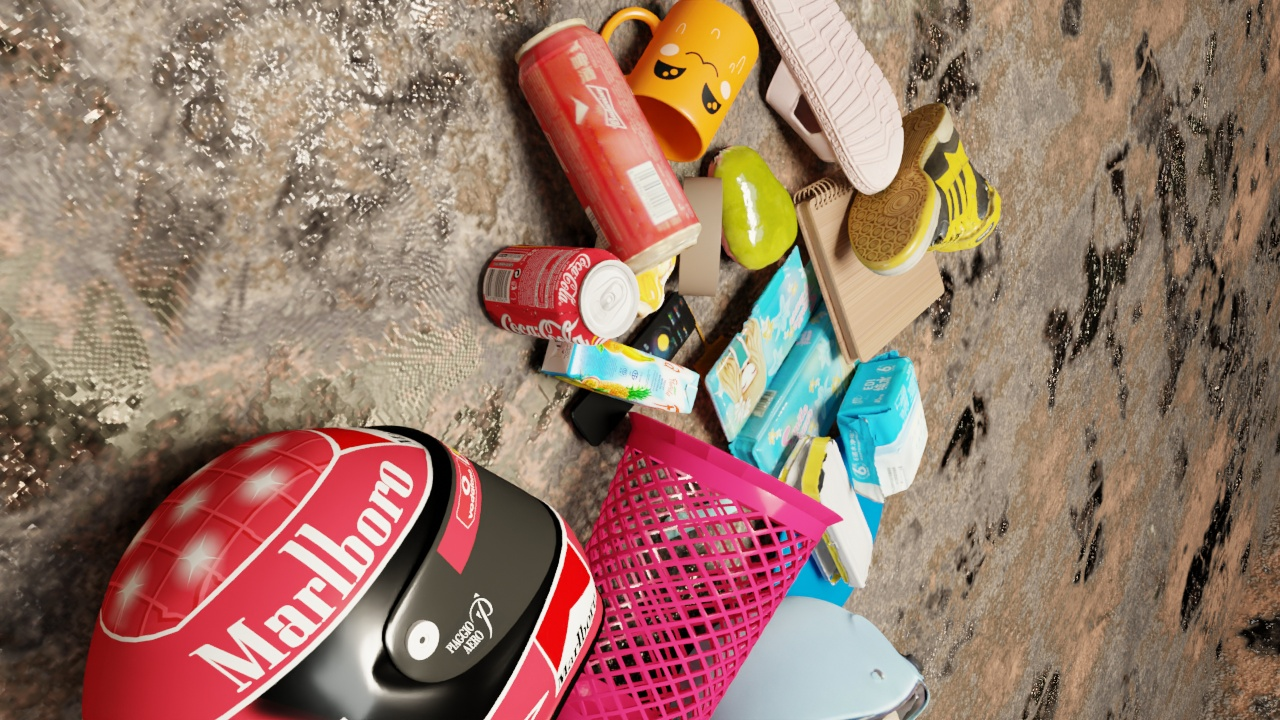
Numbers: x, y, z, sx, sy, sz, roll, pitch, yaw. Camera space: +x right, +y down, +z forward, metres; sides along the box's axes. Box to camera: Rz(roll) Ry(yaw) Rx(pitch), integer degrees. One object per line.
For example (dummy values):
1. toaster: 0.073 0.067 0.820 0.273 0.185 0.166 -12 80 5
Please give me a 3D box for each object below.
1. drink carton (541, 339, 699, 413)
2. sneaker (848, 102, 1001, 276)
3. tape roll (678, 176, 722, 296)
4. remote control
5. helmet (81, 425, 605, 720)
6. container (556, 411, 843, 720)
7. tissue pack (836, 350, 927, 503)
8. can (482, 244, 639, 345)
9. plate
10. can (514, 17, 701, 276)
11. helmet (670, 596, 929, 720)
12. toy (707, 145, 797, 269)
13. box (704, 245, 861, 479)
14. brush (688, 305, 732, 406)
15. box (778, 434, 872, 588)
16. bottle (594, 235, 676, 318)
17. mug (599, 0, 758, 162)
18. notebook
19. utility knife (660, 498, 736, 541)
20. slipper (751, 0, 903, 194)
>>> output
1. drink carton: -0.011 0.010 0.693 0.128 0.044 0.038 19 82 -38
2. sneaker: 0.272 -0.132 0.869 0.122 0.086 0.237 48 48 -26
3. tape roll: 0.047 -0.098 0.727 0.093 0.030 0.093 7 86 -88
4. remote control: -0.004 0.004 0.743 0.151 0.020 0.041 -49 125 -28
5. helmet: -0.159 0.142 0.496 0.270 0.198 0.225 -53 130 -34
6. container: 0.022 0.181 0.706 0.183 0.183 0.225 33 82 -42
7. tissue pack: 0.232 0.061 0.880 0.144 0.062 0.093 -46 124 -53
8. can: -0.055 -0.045 0.625 0.064 0.105 0.064 -9 103 -43
9. plate: 0.190 0.175 0.944 0.223 0.024 0.224 -23 120 -45
10. can: -0.022 -0.144 0.630 0.067 0.067 0.170 -30 94 -37
11. helmet: 0.136 0.304 0.814 0.226 0.166 0.265 -37 142 10
12. toy: 0.096 -0.135 0.792 0.089 0.051 0.110 -42 121 -34
13. box: 0.144 -0.003 0.853 0.226 0.039 0.182 -54 136 -28
14. brush: 0.072 0.006 0.817 0.048 0.017 0.126 -46 126 -28
15. box: 0.180 0.148 0.877 0.210 0.045 0.065 58 45 -44
16. bottle: -0.001 -0.090 0.700 0.063 0.063 0.108 26 78 -43
17. mug: 0.021 -0.222 0.697 0.112 0.078 0.095 32 73 -10
18. notebook: 0.231 -0.112 0.904 0.209 0.022 0.169 -32 105 -45
19. utility knife: 0.063 0.139 0.835 0.120 0.015 0.022 -11 113 -44
20. slipper: 0.155 -0.257 0.821 0.094 0.065 0.239 -41 106 -32
